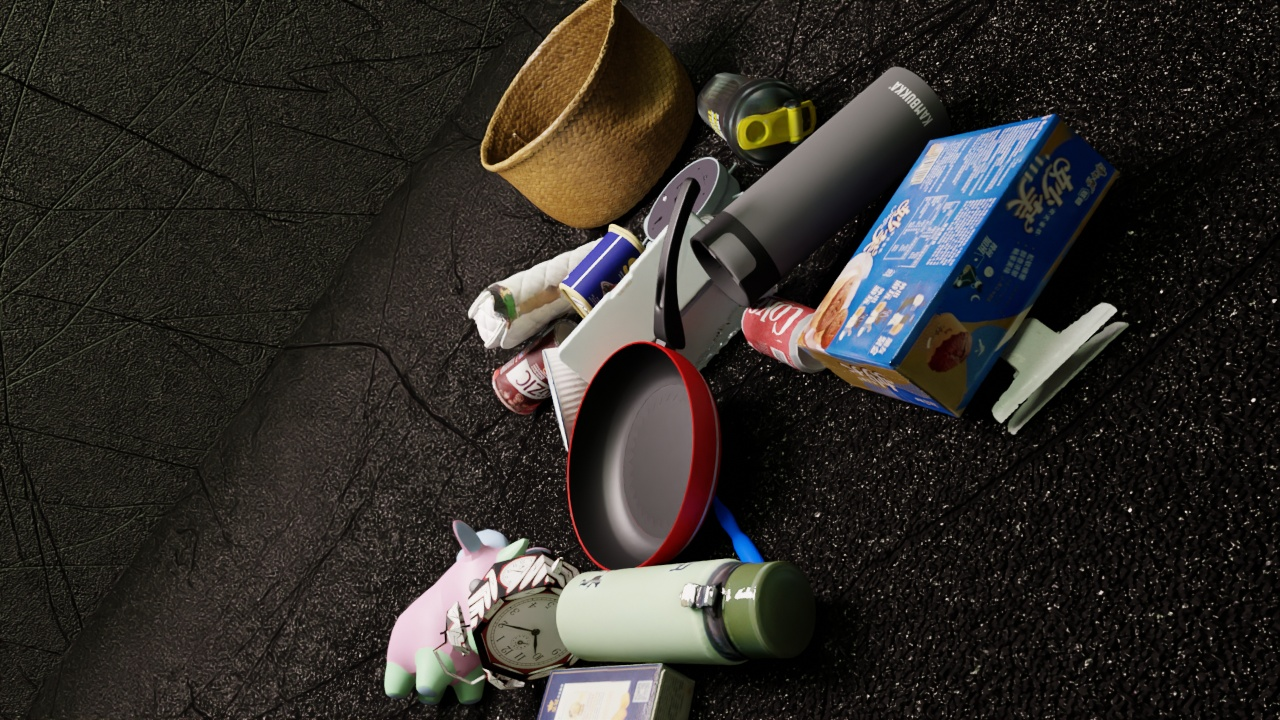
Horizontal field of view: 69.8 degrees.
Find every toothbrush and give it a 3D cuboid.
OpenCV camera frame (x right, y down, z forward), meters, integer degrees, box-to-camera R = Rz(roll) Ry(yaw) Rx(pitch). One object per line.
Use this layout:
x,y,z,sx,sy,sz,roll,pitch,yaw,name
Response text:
0.073,0.136,0.772,0.016,0.018,0.182,-50,28,9,toothbrush

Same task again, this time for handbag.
-0.112,-0.083,1.154,0.194,0.072,0.139,-29,-3,-29,handbag

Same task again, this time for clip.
0.263,-0.007,0.613,0.102,0.050,0.058,-47,41,12,clip

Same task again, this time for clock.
0.055,-0.175,1.114,0.160,0.045,0.122,-40,31,27,clock
-0.116,0.240,0.841,0.155,0.115,0.065,-33,30,4,clock

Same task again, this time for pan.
0.017,0.018,0.827,0.209,0.067,0.356,29,105,57,pan

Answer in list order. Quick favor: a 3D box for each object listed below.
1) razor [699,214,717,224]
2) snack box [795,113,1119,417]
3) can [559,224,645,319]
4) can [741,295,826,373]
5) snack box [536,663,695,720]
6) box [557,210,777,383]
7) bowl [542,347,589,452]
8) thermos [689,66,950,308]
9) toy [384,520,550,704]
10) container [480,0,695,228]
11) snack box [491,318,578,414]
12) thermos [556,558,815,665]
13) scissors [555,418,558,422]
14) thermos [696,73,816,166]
0.062,-0.121,1.025,0.152,0.067,0.053,-24,34,57,razor
0.224,-0.071,0.681,0.202,0.069,0.155,-56,16,-3,snack box
-0.027,-0.080,1.040,0.092,0.116,0.056,-48,45,-10,can
0.133,-0.025,0.819,0.054,0.054,0.096,-55,28,-1,can
-0.033,0.315,0.714,0.145,0.042,0.144,-23,41,45,snack box
0.027,-0.039,0.909,0.197,0.134,0.040,-46,19,16,box
-0.066,0.038,1.023,0.062,0.118,0.118,-14,30,-8,bowl
0.160,-0.155,0.830,0.240,0.082,0.082,-40,28,-1,thermos
-0.194,0.266,0.958,0.223,0.120,0.170,-22,51,44,toy
-0.072,-0.345,1.337,0.308,0.196,0.306,-36,34,29,container
-0.121,0.009,1.157,0.122,0.072,0.072,-36,33,29,snack box
0.028,0.194,0.710,0.232,0.082,0.082,-19,44,48,thermos
-0.045,0.012,1.098,0.171,0.012,0.120,-31,32,39,scissors
0.129,-0.293,1.087,0.098,0.098,0.220,-49,22,11,thermos
